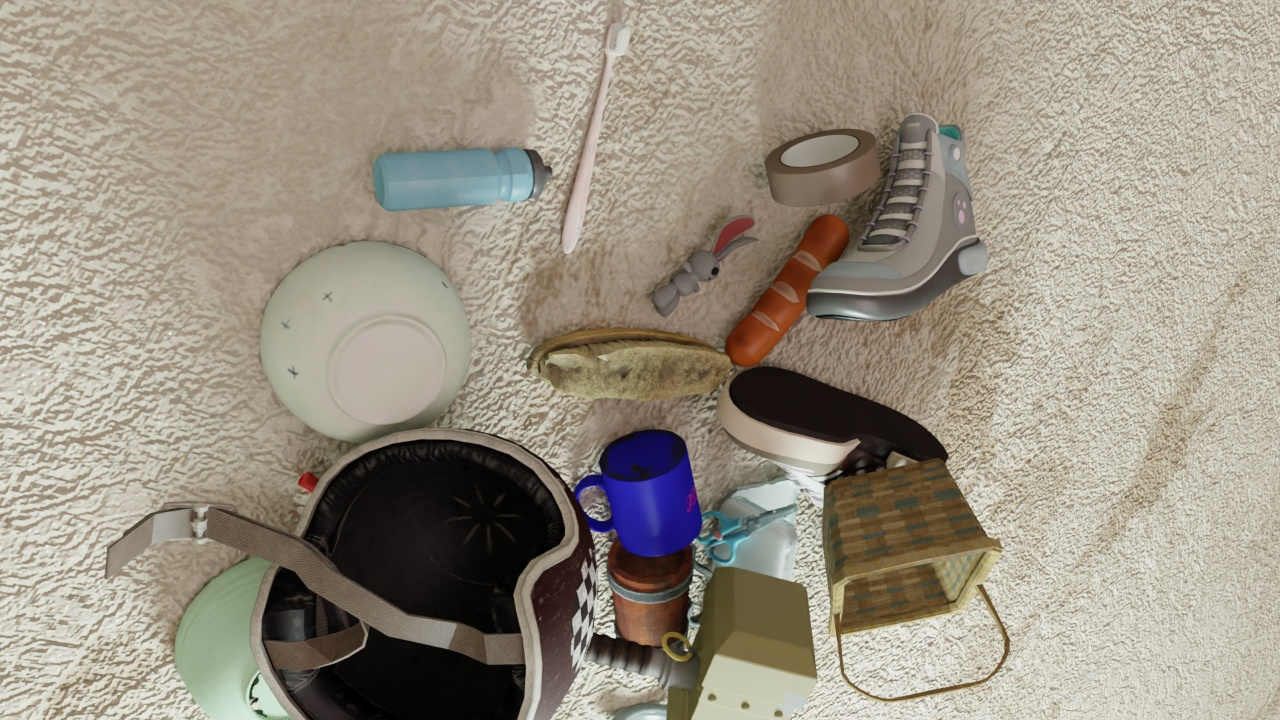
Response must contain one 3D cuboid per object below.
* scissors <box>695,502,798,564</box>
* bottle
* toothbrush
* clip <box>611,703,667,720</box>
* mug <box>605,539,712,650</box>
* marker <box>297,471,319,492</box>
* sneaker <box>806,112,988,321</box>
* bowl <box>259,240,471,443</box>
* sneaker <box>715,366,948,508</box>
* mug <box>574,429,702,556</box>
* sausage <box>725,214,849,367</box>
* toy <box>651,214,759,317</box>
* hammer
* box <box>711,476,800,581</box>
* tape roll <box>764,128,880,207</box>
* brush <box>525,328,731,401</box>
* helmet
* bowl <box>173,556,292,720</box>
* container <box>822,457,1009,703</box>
[{"bbox_3d":[0.100,0.158,0.871,0.015,0.137,0.055,-16,78,-40],"label":"scissors"},{"bbox_3d":[-0.125,-0.133,0.668,0.129,0.040,0.040,-10,114,-26],"label":"bottle"},{"bbox_3d":[-0.036,-0.171,0.718,0.015,0.018,0.181,6,108,-31],"label":"toothbrush"},{"bbox_3d":[0.061,0.398,0.931,0.168,0.164,0.031,-2,111,-32],"label":"clip"},{"bbox_3d":[0.026,0.226,0.882,0.117,0.081,0.111,-15,120,-24],"label":"mug"},{"bbox_3d":[-0.218,0.132,0.744,0.013,0.013,0.142,-47,125,-5],"label":"marker"},{"bbox_3d":[0.227,-0.131,0.812,0.255,0.093,0.160,-22,111,-46],"label":"sneaker"},{"bbox_3d":[-0.191,-0.004,0.666,0.153,0.073,0.153,-11,115,-24],"label":"bowl"},{"bbox_3d":[0.169,0.093,0.902,0.293,0.111,0.117,14,120,-39],"label":"sneaker"},{"bbox_3d":[-0.006,0.121,0.828,0.111,0.079,0.084,-10,118,5],"label":"mug"},{"bbox_3d":[0.136,-0.062,0.846,0.164,0.039,0.044,-53,140,-2],"label":"sausage"},{"bbox_3d":[0.055,-0.082,0.798,0.111,0.030,0.049,-42,153,-5],"label":"toy"},{"bbox_3d":[-0.033,0.250,0.792,0.325,0.100,0.191,15,119,-3],"label":"hammer"},{"bbox_3d":[0.128,0.234,0.927,0.129,0.105,0.211,-11,115,-30],"label":"box"},{"bbox_3d":[0.155,-0.165,0.781,0.093,0.094,0.030,-28,121,-17],"label":"tape roll"},{"bbox_3d":[-0.005,0.005,0.792,0.195,0.043,0.059,1,109,-31],"label":"brush"},{"bbox_3d":[-0.150,0.161,0.634,0.233,0.253,0.234,-5,108,11],"label":"helmet"},{"bbox_3d":[-0.277,0.231,0.713,0.150,0.077,0.151,-11,115,-26],"label":"bowl"},{"bbox_3d":[0.256,0.227,0.888,0.157,0.186,0.250,-13,151,4],"label":"container"}]
